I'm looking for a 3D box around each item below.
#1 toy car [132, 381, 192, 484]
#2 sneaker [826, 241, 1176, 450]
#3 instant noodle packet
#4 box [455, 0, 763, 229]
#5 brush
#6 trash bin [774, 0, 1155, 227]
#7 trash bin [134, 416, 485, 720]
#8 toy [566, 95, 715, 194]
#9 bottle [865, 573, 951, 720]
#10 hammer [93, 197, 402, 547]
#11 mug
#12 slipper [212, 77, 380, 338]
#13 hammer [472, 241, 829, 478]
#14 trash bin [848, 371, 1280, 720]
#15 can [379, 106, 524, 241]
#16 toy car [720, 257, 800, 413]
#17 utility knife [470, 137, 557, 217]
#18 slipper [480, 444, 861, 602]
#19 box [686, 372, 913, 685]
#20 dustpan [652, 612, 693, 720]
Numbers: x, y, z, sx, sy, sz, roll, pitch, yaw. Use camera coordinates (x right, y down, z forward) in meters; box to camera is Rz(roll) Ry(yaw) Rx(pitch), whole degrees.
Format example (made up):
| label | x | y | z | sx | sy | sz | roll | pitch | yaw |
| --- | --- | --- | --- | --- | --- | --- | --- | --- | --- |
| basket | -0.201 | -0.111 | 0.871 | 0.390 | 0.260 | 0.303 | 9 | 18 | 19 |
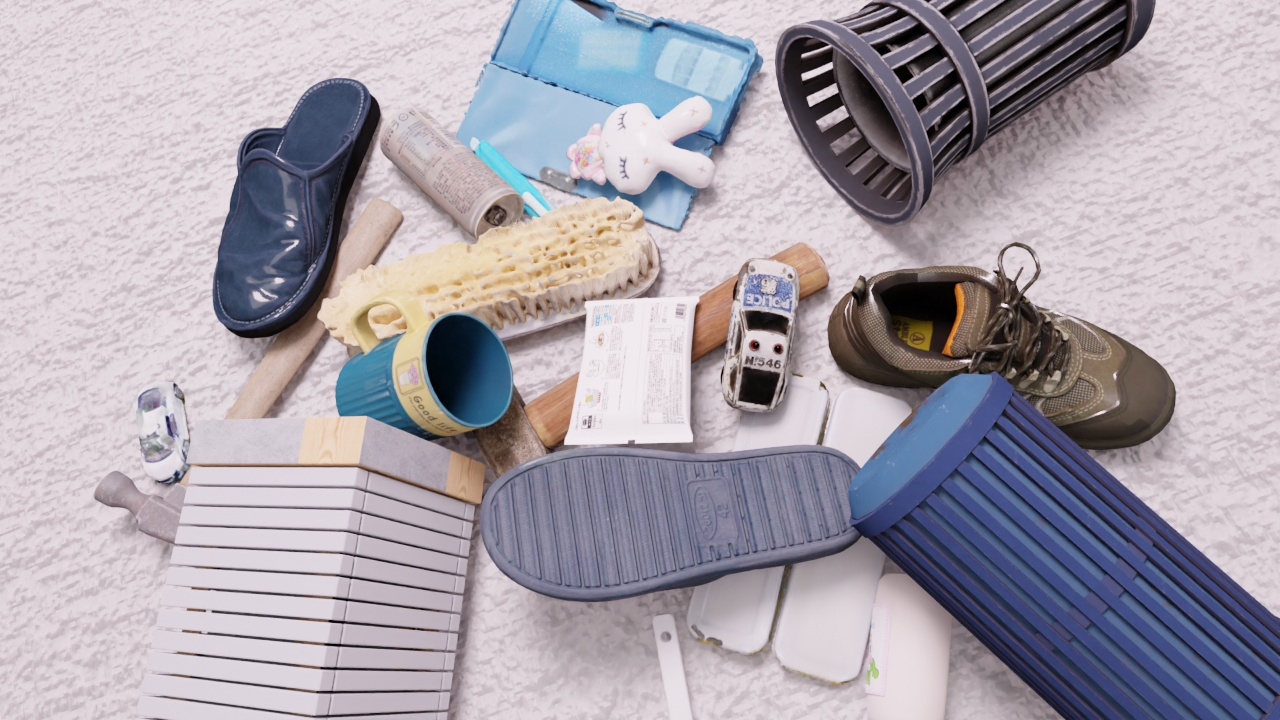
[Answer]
| label | x | y | z | sx | sy | sz | roll | pitch | yaw |
| --- | --- | --- | --- | --- | --- | --- | --- | --- | --- |
| toy car | -0.400 | 0.059 | 0.766 | 0.039 | 0.027 | 0.089 | -21 | 70 | 0 |
| sneaker | 0.247 | -0.020 | 0.617 | 0.238 | 0.143 | 0.101 | 15 | 75 | 14 |
| instant noodle packet | -0.004 | 0.004 | 0.657 | 0.087 | 0.026 | 0.134 | -2 | 50 | 9 |
| box | -0.034 | -0.224 | 0.793 | 0.232 | 0.033 | 0.174 | 24 | 85 | 16 |
| brush | -0.118 | -0.060 | 0.736 | 0.271 | 0.057 | 0.083 | -15 | 57 | 4 |
| trash bin | 0.242 | -0.231 | 0.682 | 0.227 | 0.164 | 0.164 | -34 | 70 | -6 |
| trash bin | -0.218 | 0.176 | 0.619 | 0.143 | 0.142 | 0.246 | -3 | 71 | 22 |
| toy | -0.003 | -0.172 | 0.746 | 0.125 | 0.037 | 0.076 | -2 | 90 | 15 |
| bottle | 0.174 | 0.216 | 0.602 | 0.051 | 0.051 | 0.146 | 6 | 73 | 12 |
| hammer | -0.299 | 0.003 | 0.764 | 0.119 | 0.031 | 0.330 | 29 | 73 | 1 |
| mug | -0.165 | 0.005 | 0.663 | 0.107 | 0.083 | 0.113 | -16 | 111 | 37 |
| slipper | -0.305 | -0.149 | 0.773 | 0.109 | 0.083 | 0.265 | 5 | 66 | 17 |
| hammer | 0.014 | 0.002 | 0.706 | 0.301 | 0.037 | 0.158 | -31 | 70 | -1 |
| trash bin | 0.252 | 0.128 | 0.546 | 0.249 | 0.139 | 0.139 | 43 | 83 | 8 |
| can | -0.163 | -0.159 | 0.781 | 0.135 | 0.054 | 0.054 | 42 | 83 | 19 |
| toy car | 0.088 | -0.019 | 0.663 | 0.048 | 0.040 | 0.112 | 8 | 85 | -7 |
| utility knife | -0.109 | -0.155 | 0.787 | 0.022 | 0.015 | 0.116 | -44 | 75 | 6 |
| slipper | 0.025 | 0.115 | 0.634 | 0.263 | 0.083 | 0.101 | -5 | 65 | -5 |
| box | 0.117 | 0.114 | 0.661 | 0.129 | 0.034 | 0.209 | 14 | 75 | 11 |
| dustpan | 0.037 | 0.300 | 0.609 | 0.163 | 0.033 | 0.257 | -12 | 81 | 6 |
